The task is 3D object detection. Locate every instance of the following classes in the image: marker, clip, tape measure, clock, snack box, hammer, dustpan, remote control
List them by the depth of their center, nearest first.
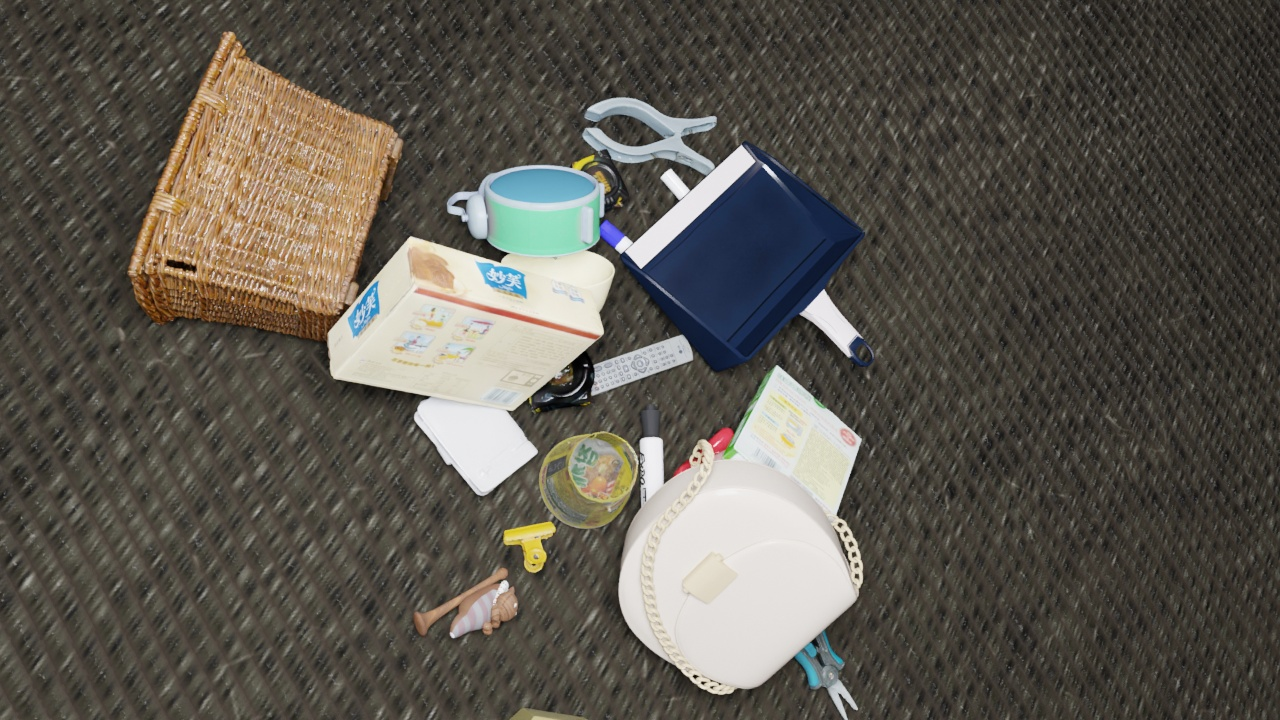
[{"bbox_3d":[-0.205,0.395,0.806,0.324,0.101,0.190,14,72,-12],"label":"hammer"},{"bbox_3d":[-0.162,-0.026,0.858,0.207,0.154,0.055,14,49,-42],"label":"snack box"},{"bbox_3d":[-0.111,0.192,0.934,0.053,0.035,0.046,-8,59,-19],"label":"clip"},{"bbox_3d":[-0.083,0.016,0.967,0.071,0.042,0.072,-8,74,3],"label":"tape measure"},{"bbox_3d":[-0.123,-0.158,0.974,0.162,0.075,0.121,6,31,5],"label":"clock"},{"bbox_3d":[0.012,0.109,0.983,0.025,0.025,0.125,3,75,-15],"label":"marker"},{"bbox_3d":[0.167,0.095,0.988,0.132,0.027,0.167,41,39,-2],"label":"snack box"},{"bbox_3d":[-0.006,0.006,1.012,0.136,0.013,0.033,-19,82,-19],"label":"remote control"},{"bbox_3d":[0.155,-0.093,1.036,0.235,0.080,0.273,-45,100,-24],"label":"dustpan"},{"bbox_3d":[0.009,-0.106,1.042,0.141,0.020,0.020,41,69,-2],"label":"marker"},{"bbox_3d":[-0.053,-0.196,1.042,0.062,0.038,0.067,-28,87,-29],"label":"tape measure"},{"bbox_3d":[0.073,-0.171,1.077,0.017,0.020,0.133,-41,89,-2],"label":"marker"},{"bbox_3d":[0.015,-0.282,1.087,0.163,0.028,0.108,11,75,-13],"label":"clip"}]

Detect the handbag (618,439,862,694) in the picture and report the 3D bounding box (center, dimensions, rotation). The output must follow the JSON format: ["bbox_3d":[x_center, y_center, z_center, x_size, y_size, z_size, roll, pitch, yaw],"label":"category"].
[{"bbox_3d":[0.088,0.204,0.902,0.208,0.103,0.211,39,108,-11],"label":"handbag"}]

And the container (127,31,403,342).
[{"bbox_3d":[-0.347,-0.142,0.885,0.183,0.162,0.249,18,71,-16],"label":"container"}]

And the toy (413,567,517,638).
[{"bbox_3d":[-0.163,0.244,0.891,0.101,0.042,0.055,-28,62,-28],"label":"toy"}]

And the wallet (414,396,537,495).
[{"bbox_3d":[-0.169,0.076,0.942,0.086,0.032,0.116,-33,84,-32],"label":"wallet"}]

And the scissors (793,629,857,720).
[{"bbox_3d":[0.182,0.309,0.980,0.149,0.019,0.122,25,66,-13],"label":"scissors"}]

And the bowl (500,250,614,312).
[{"bbox_3d":[-0.089,-0.066,0.971,0.118,0.118,0.074,-3,118,-16],"label":"bowl"}]

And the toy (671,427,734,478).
[{"bbox_3d":[0.106,0.146,0.983,0.131,0.097,0.123,41,46,13],"label":"toy"}]

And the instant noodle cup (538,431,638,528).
[{"bbox_3d":[-0.046,0.114,0.921,0.102,0.108,0.102,3,75,-12],"label":"instant noodle cup"}]
